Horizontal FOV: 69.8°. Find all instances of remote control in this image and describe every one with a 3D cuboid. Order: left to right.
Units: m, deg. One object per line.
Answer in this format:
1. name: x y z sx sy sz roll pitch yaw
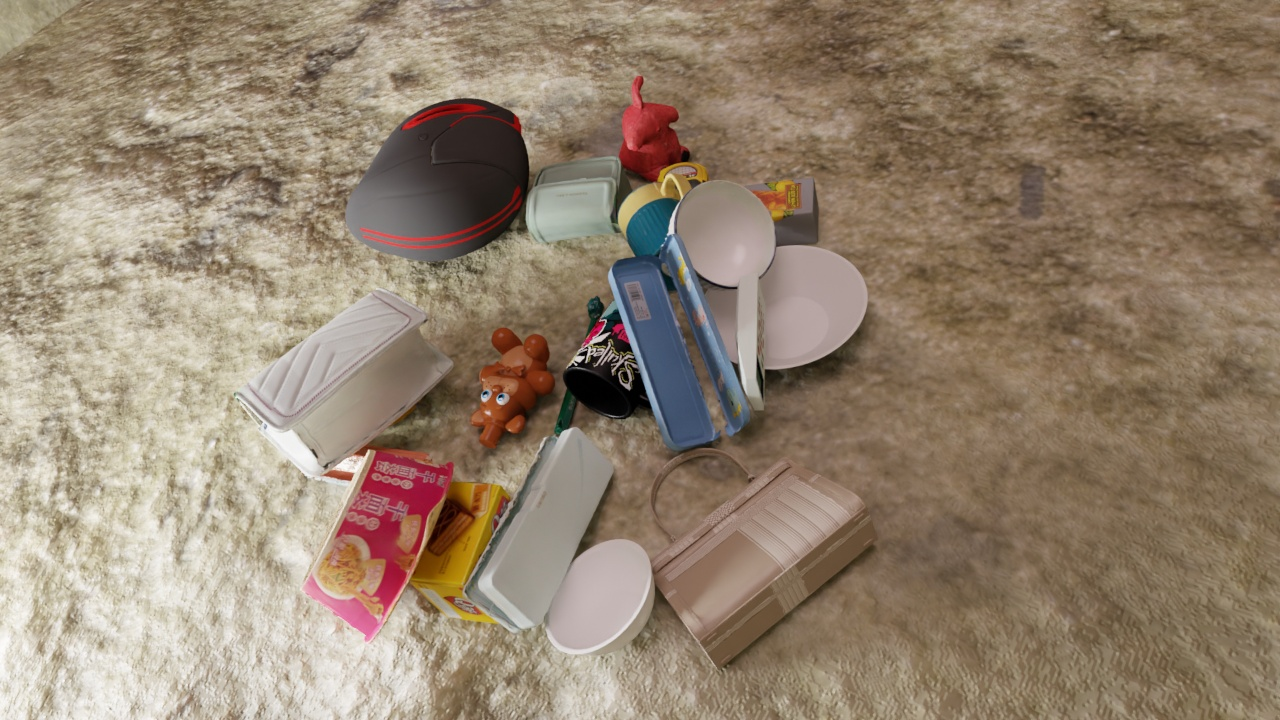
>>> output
1. remote control: 0.107 -0.022 0.900 0.024 0.050 0.143 -5 49 15

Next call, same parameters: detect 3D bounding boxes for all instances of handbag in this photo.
1. handbag: -0.317 0.019 0.985 0.198 0.096 0.142 -42 44 -21
2. handbag: -0.075 -0.203 1.166 0.122 0.067 0.106 -4 51 17
3. handbag: 0.077 0.144 0.824 0.175 0.062 0.198 -36 40 -10

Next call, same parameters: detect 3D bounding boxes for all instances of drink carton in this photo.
1. drink carton: 0.141 -0.168 1.067 0.125 0.048 0.076 -4 50 17

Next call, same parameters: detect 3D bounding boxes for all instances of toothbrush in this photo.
1. toothbrush: -0.068 0.001 1.020 0.016 0.017 0.189 -2 50 19

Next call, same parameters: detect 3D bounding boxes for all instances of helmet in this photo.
1. helmet: -0.247 -0.218 1.176 0.264 0.164 0.170 -23 57 -14

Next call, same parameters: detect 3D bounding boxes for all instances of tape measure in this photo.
1. tape measure: 0.054 -0.218 1.150 0.065 0.037 0.064 -15 48 5

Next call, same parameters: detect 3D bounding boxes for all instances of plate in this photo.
1. plate: 0.152 -0.047 0.967 0.174 0.036 0.173 -10 48 12

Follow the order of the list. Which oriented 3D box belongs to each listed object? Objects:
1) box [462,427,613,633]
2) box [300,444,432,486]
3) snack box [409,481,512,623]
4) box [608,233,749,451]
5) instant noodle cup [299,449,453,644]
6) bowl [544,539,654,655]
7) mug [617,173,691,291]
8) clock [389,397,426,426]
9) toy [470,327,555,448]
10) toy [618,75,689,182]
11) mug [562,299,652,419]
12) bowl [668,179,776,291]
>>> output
1. box: -0.085 0.151 0.842 0.083 0.066 0.198 30 45 -5
2. box: -0.297 0.118 0.999 0.189 0.062 0.058 7 28 28
3. snack box: -0.155 0.177 0.854 0.061 0.084 0.105 0 51 23
4. box: 0.033 -0.018 0.901 0.074 0.078 0.209 -14 74 -21
5. instant noodle cup: -0.244 0.158 0.836 0.077 0.179 0.178 27 53 -14
6. bowl: -0.026 0.213 0.796 0.110 0.040 0.109 -27 34 20
7. mug: 0.031 -0.154 1.055 0.083 0.114 0.107 2 42 -24
8. clock: -0.322 0.030 1.068 0.152 0.052 0.113 -9 48 7
9. toy: -0.145 0.031 0.993 0.095 0.065 0.127 6 58 27
10. toy: -0.005 -0.297 1.187 0.088 0.133 0.094 -38 39 -28
11. mug: -0.006 0.006 0.956 0.118 0.082 0.098 24 61 14
12. bowl: 0.079 -0.126 0.978 0.117 0.118 0.062 -48 8 -22
